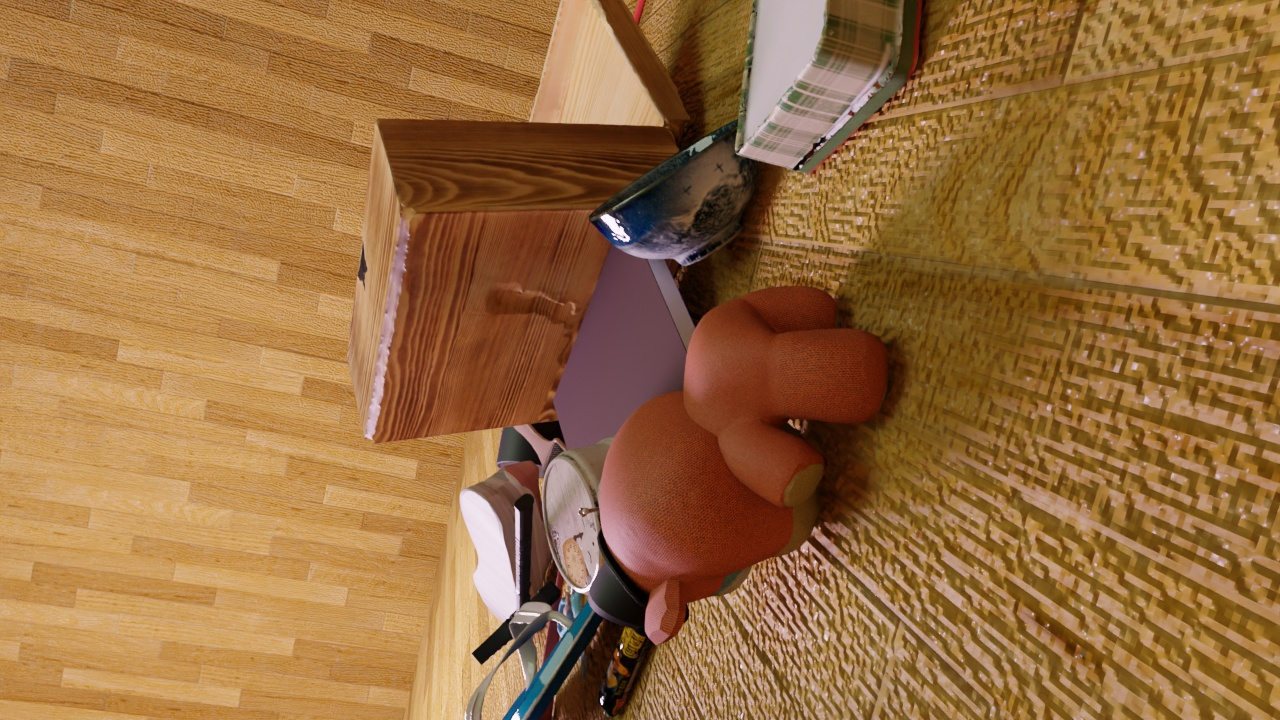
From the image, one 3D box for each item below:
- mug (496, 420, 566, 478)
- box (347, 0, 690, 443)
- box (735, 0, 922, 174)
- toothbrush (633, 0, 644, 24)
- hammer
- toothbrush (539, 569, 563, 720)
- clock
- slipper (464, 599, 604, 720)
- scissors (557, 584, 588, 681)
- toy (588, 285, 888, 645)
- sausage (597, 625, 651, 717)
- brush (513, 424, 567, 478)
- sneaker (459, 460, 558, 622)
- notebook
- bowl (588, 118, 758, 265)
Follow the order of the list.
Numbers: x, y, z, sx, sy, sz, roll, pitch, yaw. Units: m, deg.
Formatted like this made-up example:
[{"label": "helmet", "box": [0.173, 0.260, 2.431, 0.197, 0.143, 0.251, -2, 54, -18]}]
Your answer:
[{"label": "mug", "box": [-0.101, 0.076, 0.999, 0.114, 0.078, 0.087, -12, 63, 46]}, {"label": "box", "box": [-0.115, -0.149, 0.817, 0.280, 0.285, 0.336, 116, 142, -46]}, {"label": "box", "box": [0.097, -0.208, 0.461, 0.118, 0.051, 0.205, 131, 149, -70]}, {"label": "toothbrush", "box": [0.002, -0.480, 1.166, 0.012, 0.018, 0.213, -97, 23, -55]}, {"label": "hammer", "box": [-0.096, 0.169, 0.710, 0.094, 0.015, 0.326, -38, -18, -24]}, {"label": "toothbrush", "box": [-0.082, 0.258, 0.861, 0.016, 0.016, 0.189, 116, 161, -60]}, {"label": "clock", "box": [-0.020, 0.096, 0.584, 0.157, 0.061, 0.103, -40, 62, 58]}, {"label": "slipper", "box": [-0.097, 0.254, 0.724, 0.118, 0.060, 0.296, -57, -2, -45]}, {"label": "scissors", "box": [-0.052, 0.222, 0.789, 0.141, 0.015, 0.076, -147, 71, -69]}, {"label": "toy", "box": [0.032, 0.045, 0.405, 0.176, 0.096, 0.112, -45, 21, 11]}, {"label": "sausage", "box": [-0.002, 0.178, 0.587, 0.020, 0.020, 0.156, -98, 24, -56]}, {"label": "brush", "box": [-0.098, 0.094, 0.930, 0.135, 0.015, 0.050, 43, 124, 38]}, {"label": "sneaker", "box": [-0.120, 0.196, 0.953, 0.099, 0.089, 0.237, 34, 142, 31]}, {"label": "notebook", "box": [-0.012, 0.028, 0.662, 0.210, 0.022, 0.171, 115, 145, -43]}, {"label": "bowl", "box": [0.030, -0.096, 0.578, 0.114, 0.061, 0.114, -31, 12, 7]}]
